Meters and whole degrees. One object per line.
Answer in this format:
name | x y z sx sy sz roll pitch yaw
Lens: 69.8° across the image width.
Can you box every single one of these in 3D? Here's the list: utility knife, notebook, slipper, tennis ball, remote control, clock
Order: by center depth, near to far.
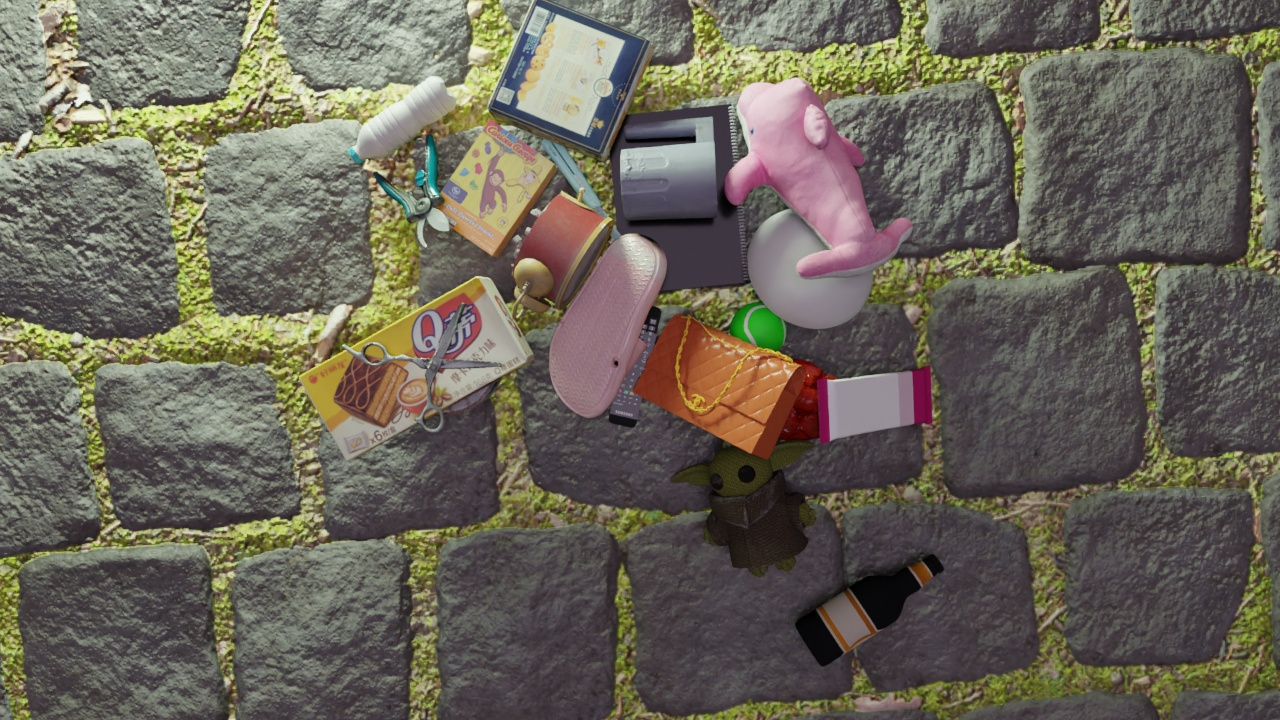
clock | -0.103 -0.114 1.022 0.081 0.117 0.158 31 73 2
slipper | -0.037 -0.041 1.052 0.107 0.055 0.222 32 105 27
tennis ball | 0.135 -0.035 1.052 0.065 0.065 0.065 0 93 1
utility knife | -0.063 -0.195 1.069 0.022 0.015 0.165 -35 90 -1
notebook | 0.044 -0.187 1.071 0.149 0.016 0.206 -5 93 2
remote control | -0.006 0.006 1.081 0.033 0.015 0.147 13 93 0

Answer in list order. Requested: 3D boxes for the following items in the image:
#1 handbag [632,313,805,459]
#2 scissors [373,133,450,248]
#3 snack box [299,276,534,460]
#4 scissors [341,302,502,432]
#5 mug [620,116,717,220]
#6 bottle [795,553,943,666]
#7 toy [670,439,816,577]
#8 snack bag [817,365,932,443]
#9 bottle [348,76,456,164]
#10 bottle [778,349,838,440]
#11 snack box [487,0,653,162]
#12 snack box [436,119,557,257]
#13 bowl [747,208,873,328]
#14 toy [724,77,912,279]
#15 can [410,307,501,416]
handbag | 0.084 0.022 1.016 0.172 0.060 0.109 26 90 36
scissors | -0.259 -0.193 1.045 0.125 0.019 0.154 -1 69 23
snack box | -0.245 0.007 1.015 0.230 0.061 0.110 -29 92 3
scissors | -0.233 0.005 0.976 0.175 0.014 0.141 6 96 3
mug | 0.032 -0.217 1.029 0.104 0.084 0.123 -3 69 5
bottle | 0.271 0.284 1.070 0.181 0.059 0.059 -33 92 2
toy | 0.129 0.169 1.047 0.180 0.078 0.153 -18 95 27
snack bag | 0.265 0.047 1.027 0.196 0.016 0.070 -6 93 -37
bottle | -0.276 -0.273 1.056 0.136 0.044 0.044 -35 92 2
bottle | 0.176 0.042 1.045 0.111 0.098 0.099 -8 93 21
snack box | -0.079 -0.319 1.043 0.145 0.042 0.144 23 88 3
snack box | -0.169 -0.197 1.060 0.088 0.040 0.126 35 93 -1
bowl | 0.198 -0.112 1.033 0.149 0.043 0.149 3 72 -9
toy | 0.187 -0.215 0.989 0.186 0.128 0.265 -22 71 -19
can | -0.226 -0.001 1.069 0.130 0.044 0.130 0 93 1
